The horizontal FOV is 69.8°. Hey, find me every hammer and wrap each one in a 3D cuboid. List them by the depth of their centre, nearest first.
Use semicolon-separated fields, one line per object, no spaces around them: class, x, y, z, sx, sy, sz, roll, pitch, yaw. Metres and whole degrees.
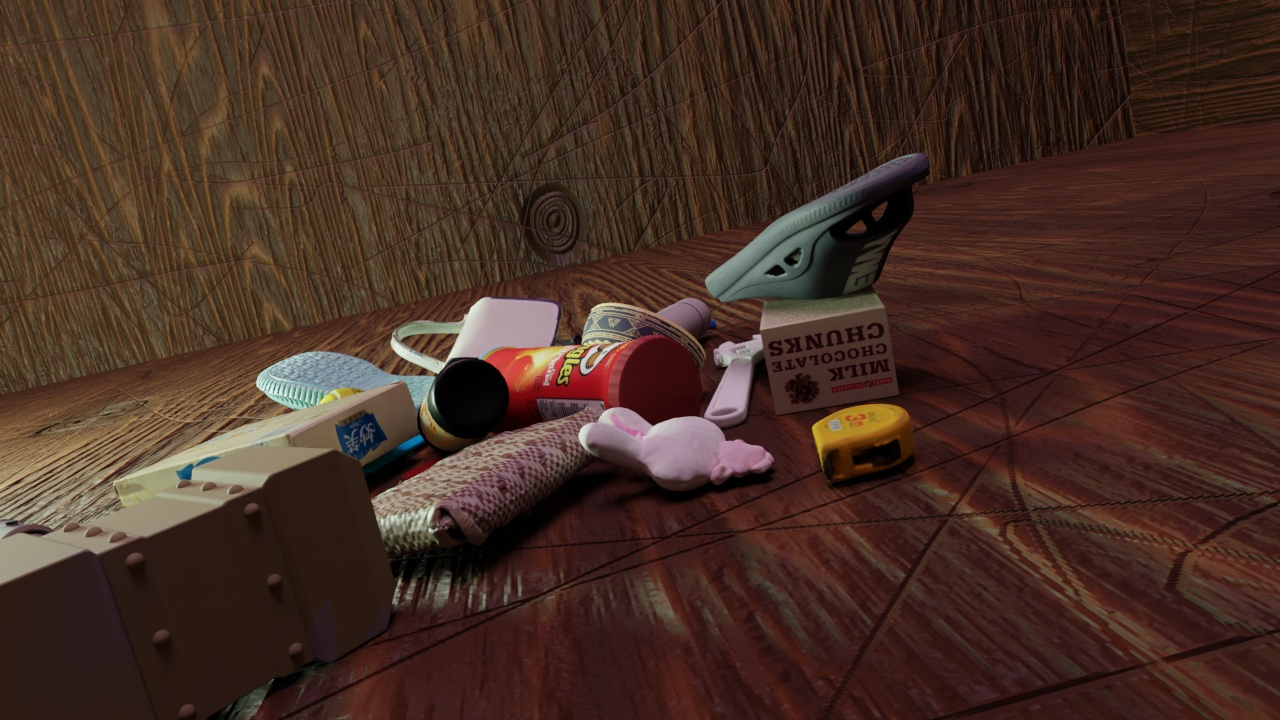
hammer;-0.313;0.120;0.519;0.326;0.101;0.189;-3;14;41

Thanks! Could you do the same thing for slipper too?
slipper;0.146;-0.084;0.775;0.110;0.083;0.269;-27;-2;-26
slipper;-0.299;0.045;0.998;0.276;0.069;0.115;8;19;21

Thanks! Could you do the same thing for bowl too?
bowl;-0.005;0.005;0.818;0.113;0.112;0.061;0;59;48

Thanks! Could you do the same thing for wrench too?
wrench;0.090;0.015;0.837;0.066;0.018;0.272;-9;12;13

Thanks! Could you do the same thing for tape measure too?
tape measure;0.137;0.049;0.565;0.059;0.030;0.068;-11;13;7
tape measure;-0.155;0.087;0.728;0.059;0.019;0.051;-10;11;13

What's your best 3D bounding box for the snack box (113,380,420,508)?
snack box;-0.317;0.083;0.793;0.208;0.055;0.153;-15;9;24

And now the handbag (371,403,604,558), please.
handbag;-0.109;0.087;0.614;0.124;0.047;0.185;-15;8;32

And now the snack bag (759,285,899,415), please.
snack bag;0.159;-0.021;0.797;0.094;0.070;0.206;-10;11;11

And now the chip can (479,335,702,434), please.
chip can;-0.053;0.026;0.756;0.086;0.087;0.214;-21;13;-39

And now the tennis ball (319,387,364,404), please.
tennis ball;-0.285;0.059;0.899;0.065;0.065;0.065;-12;11;2

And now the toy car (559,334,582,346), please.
toy car;-0.090;0.002;1.054;0.046;0.034;0.112;-17;17;8

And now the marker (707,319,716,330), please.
marker;0.032;-0.027;1.124;0.141;0.013;0.013;-18;12;-26

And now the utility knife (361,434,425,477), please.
utility knife;-0.241;0.094;0.804;0.031;0.015;0.206;-11;8;23

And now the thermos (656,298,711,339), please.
thermos;0.023;-0.026;1.021;0.052;0.052;0.223;-7;12;26

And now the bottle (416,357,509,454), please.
bottle;-0.156;0.048;0.766;0.059;0.059;0.182;-17;-8;-23

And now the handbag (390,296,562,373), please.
handbag;-0.173;-0.008;0.967;0.176;0.074;0.151;5;29;-1

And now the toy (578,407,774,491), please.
toy;0.025;0.060;0.603;0.125;0.037;0.075;12;20;13
